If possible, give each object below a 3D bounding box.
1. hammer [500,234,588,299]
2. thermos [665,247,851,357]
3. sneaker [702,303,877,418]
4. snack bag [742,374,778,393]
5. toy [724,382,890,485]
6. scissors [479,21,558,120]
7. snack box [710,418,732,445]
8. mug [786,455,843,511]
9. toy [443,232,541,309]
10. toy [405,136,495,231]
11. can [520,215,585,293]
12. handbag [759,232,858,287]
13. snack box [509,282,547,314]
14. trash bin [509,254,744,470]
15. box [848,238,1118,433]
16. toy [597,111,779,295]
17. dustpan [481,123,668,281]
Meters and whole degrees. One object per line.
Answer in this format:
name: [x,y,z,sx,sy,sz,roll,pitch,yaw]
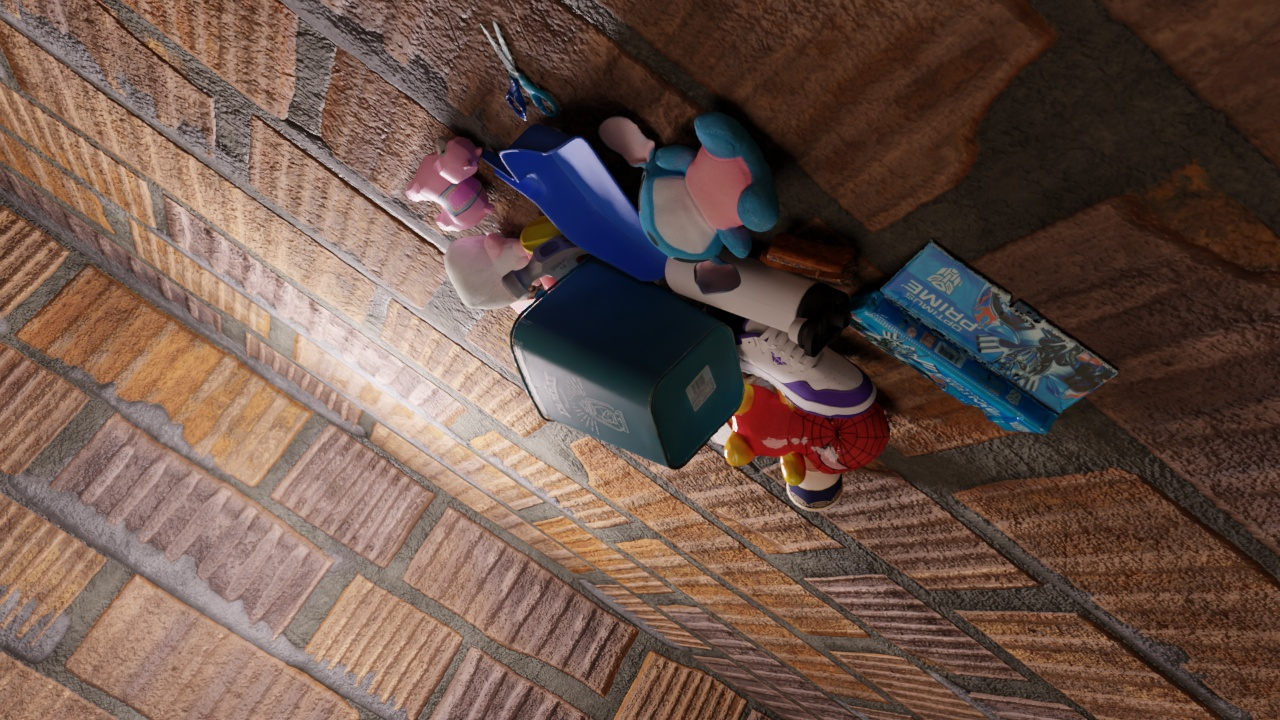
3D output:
hammer: [-0.059,-0.066,1.286,0.035,0.139,0.312,58,-175,38]
thermos: [0.122,-0.072,1.030,0.230,0.101,0.069,24,131,36]
sneaker: [0.176,-0.021,1.121,0.244,0.091,0.111,24,152,26]
snack bag: [0.190,0.074,1.342,0.087,0.044,0.155,28,162,31]
toy: [0.219,0.086,1.214,0.216,0.098,0.148,3,110,15]
scissors: [-0.148,-0.319,1.017,0.083,0.016,0.135,7,145,46]
snack box: [0.088,0.033,1.360,0.077,0.044,0.273,12,147,47]
mug: [0.256,0.159,1.384,0.111,0.085,0.089,59,171,36]
toy: [-0.205,-0.136,1.339,0.180,0.101,0.138,-16,143,37]
toy: [-0.247,-0.237,1.224,0.123,0.067,0.158,43,149,-27]
can: [-0.113,-0.135,1.257,0.067,0.066,0.124,18,153,28]
handbag: [0.159,-0.104,0.918,0.093,0.043,0.195,20,-167,20]
snack box: [-0.115,-0.063,1.429,0.145,0.040,0.142,-2,140,51]
trash bin: [-0.007,0.007,1.145,0.219,0.198,0.197,26,148,37]
box: [0.347,-0.007,0.976,0.243,0.060,0.176,33,155,-4]
toy: [0.057,-0.179,0.950,0.224,0.098,0.192,57,149,-3]
dustpan: [-0.103,-0.211,1.096,0.258,0.059,0.245,39,174,40]
